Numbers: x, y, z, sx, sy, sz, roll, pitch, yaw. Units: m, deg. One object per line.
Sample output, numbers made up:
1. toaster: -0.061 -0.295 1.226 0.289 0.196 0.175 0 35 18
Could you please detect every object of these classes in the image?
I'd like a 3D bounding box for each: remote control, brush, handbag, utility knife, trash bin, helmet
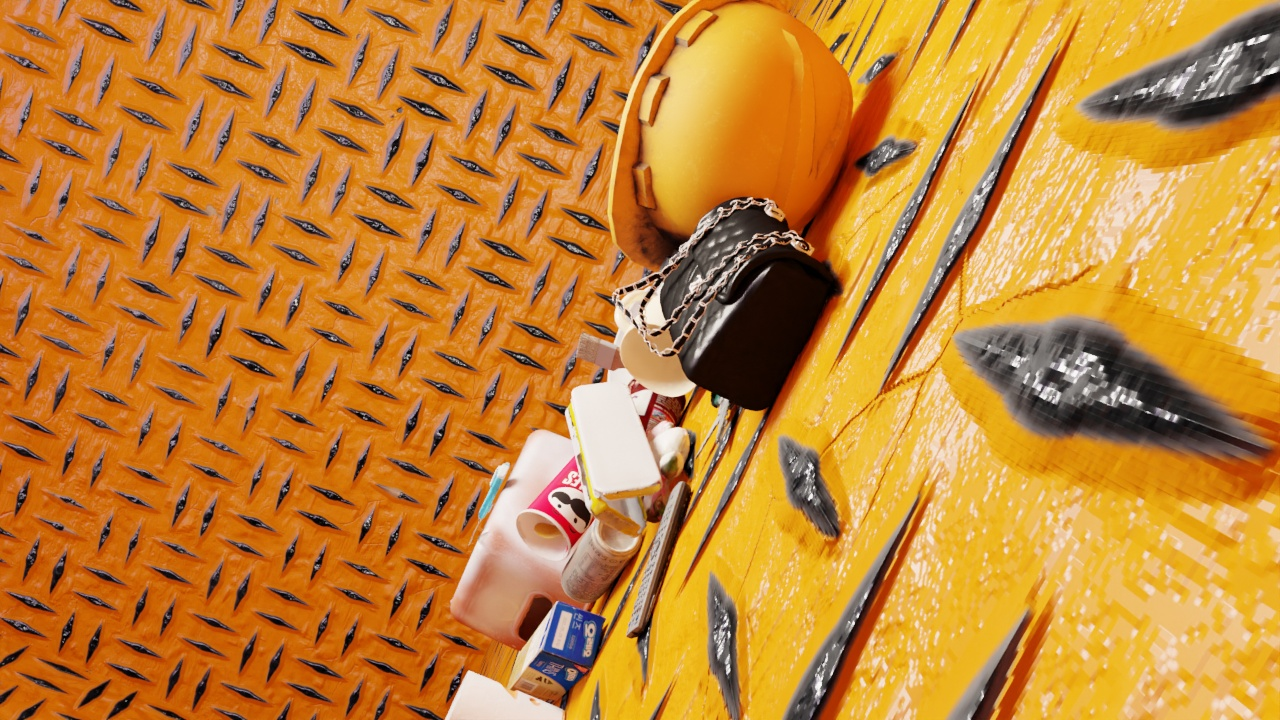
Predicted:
1. remote control: 0.015 0.162 0.756 0.033 0.013 0.136 120 173 -55
2. brush: -0.006 0.006 1.074 0.045 0.143 0.008 105 -173 -52
3. handbag: 0.060 -0.058 0.668 0.125 0.114 0.153 -57 16 19
4. utility knife: -0.200 0.189 1.180 0.177 0.015 0.022 -60 5 41
5. trash bin: -0.126 0.234 1.193 0.259 0.157 0.182 -72 7 -56
6. helmet: 0.096 -0.172 0.764 0.131 0.205 0.256 34 107 44

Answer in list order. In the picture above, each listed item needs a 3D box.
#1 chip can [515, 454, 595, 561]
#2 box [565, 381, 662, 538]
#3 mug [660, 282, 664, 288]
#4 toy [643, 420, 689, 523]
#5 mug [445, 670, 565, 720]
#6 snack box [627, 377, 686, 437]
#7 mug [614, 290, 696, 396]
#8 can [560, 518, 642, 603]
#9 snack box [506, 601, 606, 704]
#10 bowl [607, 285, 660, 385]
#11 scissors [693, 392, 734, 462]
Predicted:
1. chip can: -0.051 0.131 1.058 0.219 0.069 0.069 -47 -10 -44
2. box: -0.032 0.087 0.890 0.210 0.067 0.070 -112 36 -63
3. mug: 0.068 -0.068 1.105 0.111 0.084 0.104 32 -111 -66
4. toy: 0.022 0.099 0.889 0.079 0.038 0.122 -61 13 24
5. mug: -0.137 0.362 0.897 0.082 0.105 0.082 -158 94 -86
6. snack box: 0.003 0.080 1.023 0.072 0.072 0.121 119 175 -47
7. mug: 0.031 -0.035 0.999 0.099 0.120 0.096 -54 -1 -44
8. can: -0.042 0.208 0.968 0.136 0.054 0.054 119 174 -51
9. snack box: -0.092 0.315 0.967 0.207 0.057 0.056 120 170 -55
10. bowl: 0.021 -0.007 1.225 0.177 0.066 0.176 -50 31 46
11. scissors: 0.091 -0.004 0.779 0.204 0.015 0.201 -61 4 27
